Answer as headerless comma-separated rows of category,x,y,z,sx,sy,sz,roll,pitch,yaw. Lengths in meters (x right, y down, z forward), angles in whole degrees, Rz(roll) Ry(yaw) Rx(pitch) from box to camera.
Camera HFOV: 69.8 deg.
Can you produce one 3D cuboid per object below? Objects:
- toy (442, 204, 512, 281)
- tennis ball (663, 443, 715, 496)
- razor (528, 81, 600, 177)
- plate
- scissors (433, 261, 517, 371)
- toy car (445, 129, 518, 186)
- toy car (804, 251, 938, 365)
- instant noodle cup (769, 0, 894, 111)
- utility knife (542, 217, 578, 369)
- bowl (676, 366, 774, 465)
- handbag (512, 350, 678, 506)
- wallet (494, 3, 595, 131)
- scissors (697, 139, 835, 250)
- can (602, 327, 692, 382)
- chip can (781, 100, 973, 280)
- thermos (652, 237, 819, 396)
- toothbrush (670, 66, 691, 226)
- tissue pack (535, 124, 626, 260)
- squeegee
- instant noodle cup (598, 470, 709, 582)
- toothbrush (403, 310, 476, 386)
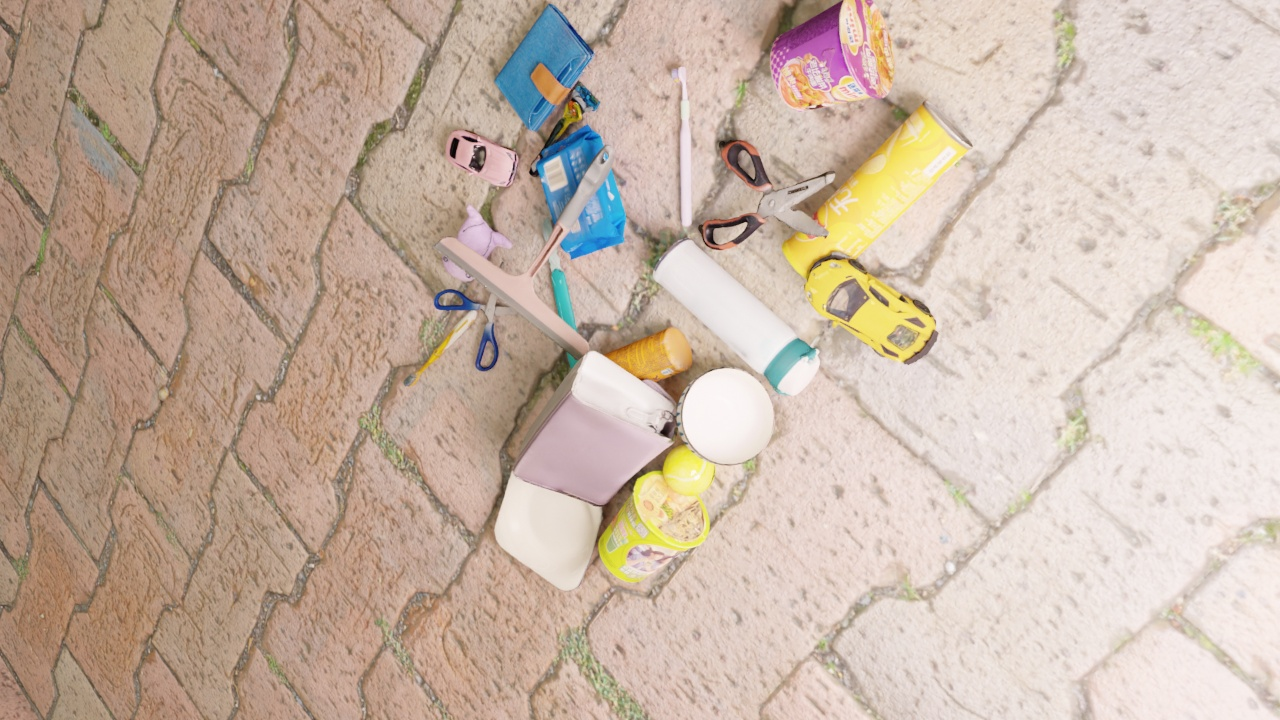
toy,-0.239,-0.157,1.304,0.084,0.038,0.108,41,117,-4
tennis ball,0.061,0.137,1.148,0.066,0.065,0.065,5,100,31
razor,-0.109,-0.299,1.210,0.042,0.022,0.143,51,120,17
plate,-0.124,0.224,1.295,0.164,0.034,0.164,29,112,25
scissors,-0.221,-0.062,1.314,0.173,0.012,0.162,4,106,22
toy car,-0.224,-0.283,1.276,0.122,0.037,0.056,27,112,25
toy car,0.246,-0.054,0.988,0.156,0.041,0.071,33,120,-9
instant noodle cup,0.199,-0.317,0.970,0.099,0.111,0.111,-10,92,41
utility knife,-0.104,-0.084,1.245,0.029,0.013,0.223,-9,95,34
bowl,0.096,0.068,1.103,0.066,0.116,0.116,156,98,-76
handbag,-0.056,0.095,1.161,0.145,0.098,0.198,31,135,-9
wallet,-0.128,-0.381,1.201,0.133,0.040,0.106,-45,70,30
scissors,0.135,-0.179,1.040,0.189,0.015,0.226,-57,45,37
can,-0.007,0.007,1.173,0.146,0.058,0.058,-22,86,33
chip can,0.248,-0.173,0.978,0.214,0.071,0.072,-46,73,29
thermos,0.114,-0.049,1.086,0.224,0.073,0.073,44,117,18
toothbrush,0.052,-0.258,1.118,0.021,0.029,0.189,-4,98,-6
tissue pack,-0.074,-0.214,1.184,0.095,0.052,0.157,-18,88,34
squeegee,-0.100,-0.167,1.154,0.247,0.040,0.250,39,114,4
instant noodle cup,0.008,0.221,1.176,0.111,0.111,0.124,51,127,15
toothbrush,-0.303,-0.016,1.377,0.192,0.018,0.016,-42,77,30
